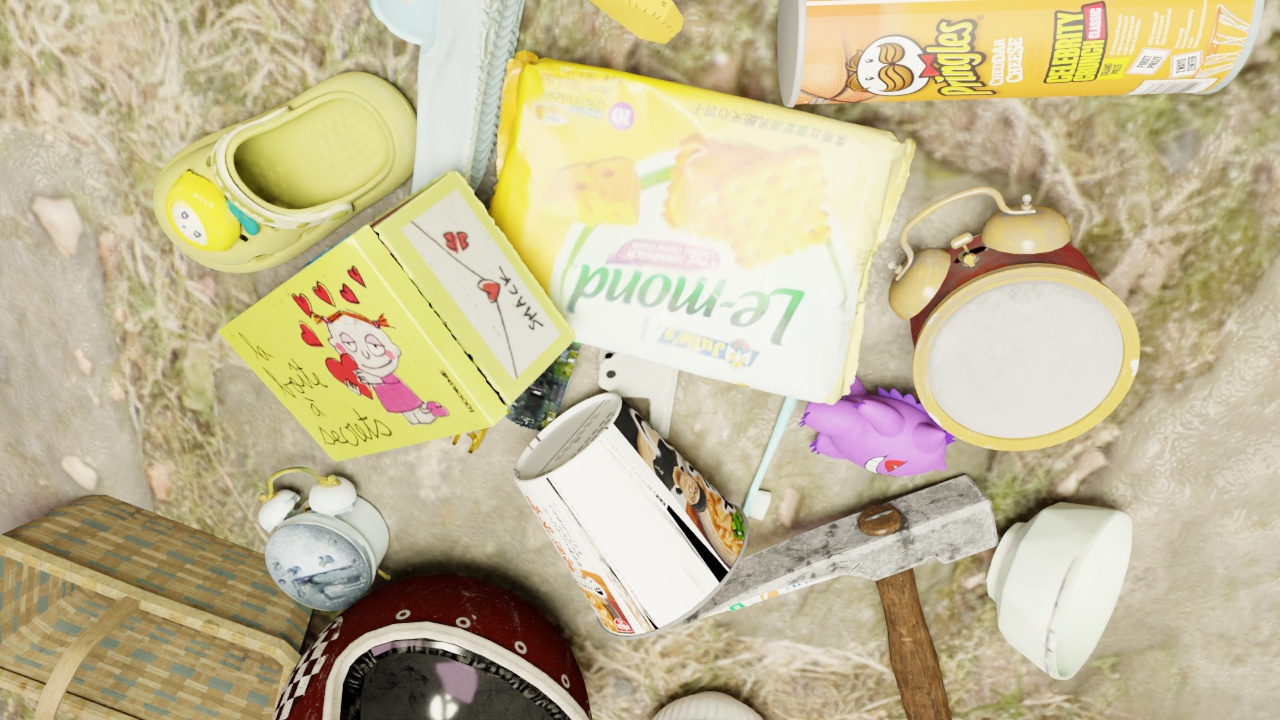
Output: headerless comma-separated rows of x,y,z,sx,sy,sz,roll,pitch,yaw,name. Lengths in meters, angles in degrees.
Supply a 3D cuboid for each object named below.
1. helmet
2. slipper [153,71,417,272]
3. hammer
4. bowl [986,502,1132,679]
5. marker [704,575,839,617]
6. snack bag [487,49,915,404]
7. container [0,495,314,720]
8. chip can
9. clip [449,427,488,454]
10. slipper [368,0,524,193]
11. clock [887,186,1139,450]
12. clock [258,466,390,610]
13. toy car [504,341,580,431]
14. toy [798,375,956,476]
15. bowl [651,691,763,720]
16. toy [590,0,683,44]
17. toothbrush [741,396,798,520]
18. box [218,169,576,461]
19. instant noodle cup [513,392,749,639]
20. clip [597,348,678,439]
-0.153,0.271,0.637,0.235,0.252,0.233,-30,116,35,helmet
-0.224,-0.108,0.567,0.191,0.081,0.092,-23,113,15,slipper
0.169,0.242,0.678,0.218,0.037,0.301,-20,116,1,hammer
0.271,0.144,0.607,0.061,0.117,0.117,20,124,41,bowl
0.106,0.165,0.682,0.146,0.017,0.017,-23,110,18,marker
0.023,-0.080,0.539,0.247,0.068,0.160,15,112,5,snack bag
-0.386,0.227,0.691,0.250,0.186,0.158,21,116,-2,container
0.182,-0.170,0.463,0.215,0.075,0.075,-1,115,1,chip can
-0.114,0.046,0.644,0.044,0.049,0.054,11,122,-36,clip
-0.108,-0.188,0.501,0.074,0.103,0.246,15,121,-2,slipper
0.209,-0.030,0.537,0.117,0.081,0.159,-27,112,24,clock
-0.242,0.132,0.696,0.083,0.057,0.118,-15,112,16,clock
-0.067,0.009,0.627,0.039,0.027,0.090,21,122,-2,toy car
0.156,0.044,0.587,0.088,0.106,0.055,23,76,27,toy
0.056,0.309,0.734,0.118,0.062,0.118,4,116,7,bowl
0.050,-0.287,0.415,0.247,0.141,0.267,35,92,10,toy
0.102,0.035,0.622,0.016,0.016,0.181,17,117,3,toothbrush
-0.155,-0.014,0.548,0.222,0.081,0.124,-14,117,46,box
-0.013,0.095,0.605,0.124,0.123,0.122,-30,109,20,instant noodle cup
-0.001,0.003,0.624,0.056,0.046,0.102,8,116,-1,clip
